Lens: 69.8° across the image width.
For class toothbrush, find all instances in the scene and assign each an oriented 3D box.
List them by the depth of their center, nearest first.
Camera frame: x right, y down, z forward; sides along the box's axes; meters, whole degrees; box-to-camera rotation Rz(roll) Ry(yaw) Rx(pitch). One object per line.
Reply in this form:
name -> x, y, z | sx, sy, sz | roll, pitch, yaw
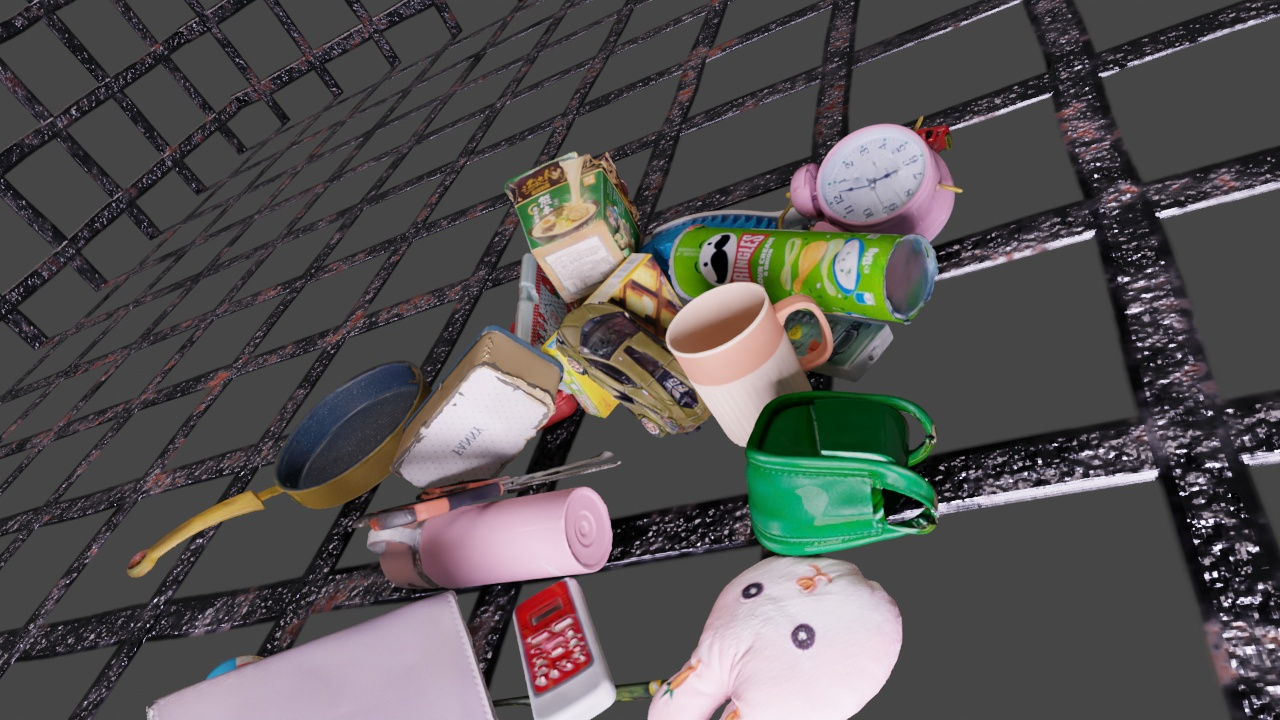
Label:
toothbrush -> -0.050, 0.229, 0.613 | 0.186, 0.012, 0.017 | -16, 41, 26

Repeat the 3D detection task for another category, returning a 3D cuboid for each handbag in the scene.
handbag -> -0.184, 0.251, 0.572 | 0.196, 0.099, 0.145 | -19, 46, -14
handbag -> 0.130, 0.070, 0.593 | 0.120, 0.068, 0.131 | -1, 16, 19

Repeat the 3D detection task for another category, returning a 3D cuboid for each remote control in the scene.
remote control -> -0.056, 0.200, 0.633 | 0.056, 0.020, 0.136 | -29, 23, -3
remote control -> 0.143, -0.018, 0.773 | 0.056, 0.019, 0.135 | -46, 33, -19

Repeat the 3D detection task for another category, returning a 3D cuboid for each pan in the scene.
pan -> -0.382, 0.121, 1.000 | 0.356, 0.078, 0.198 | -44, 33, -18

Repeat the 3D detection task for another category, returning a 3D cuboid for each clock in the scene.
clock -> 0.197, -0.143, 0.820 | 0.159, 0.059, 0.117 | -28, 58, 20

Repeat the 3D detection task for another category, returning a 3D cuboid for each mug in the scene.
mug -> 0.094, -0.002, 0.712 | 0.115, 0.106, 0.081 | -28, 32, 9

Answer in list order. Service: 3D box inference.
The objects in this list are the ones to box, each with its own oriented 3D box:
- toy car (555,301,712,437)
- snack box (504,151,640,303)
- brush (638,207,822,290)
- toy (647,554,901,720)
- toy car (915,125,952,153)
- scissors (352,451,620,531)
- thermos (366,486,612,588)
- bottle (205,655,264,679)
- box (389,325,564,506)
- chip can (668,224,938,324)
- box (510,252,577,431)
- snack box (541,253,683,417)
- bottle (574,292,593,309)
toy car -> -0.005, 0.005, 0.790 | 0.158, 0.042, 0.070 | 35, 66, 14
snack box -> -0.064, -0.128, 0.923 | 0.118, 0.118, 0.105 | -21, 43, 13
brush -> 0.133, -0.132, 0.914 | 0.315, 0.060, 0.109 | -4, 38, 35
toy -> 0.075, 0.179, 0.534 | 0.159, 0.054, 0.121 | -45, 32, -10
toy car -> 0.265, -0.206, 0.890 | 0.049, 0.031, 0.106 | -6, 22, 40
scissors -> -0.121, 0.104, 0.748 | 0.223, 0.015, 0.188 | -14, -2, 28
thermos -> -0.127, 0.143, 0.733 | 0.199, 0.087, 0.067 | -12, 58, 29
bottle -> -0.281, 0.301, 0.672 | 0.065, 0.065, 0.219 | -40, 32, -11
box -> -0.144, 0.050, 0.821 | 0.185, 0.089, 0.061 | -44, 24, 29
chip can -> 0.130, -0.078, 0.784 | 0.236, 0.072, 0.072 | 11, 52, 47
box -> -0.113, -0.027, 0.939 | 0.095, 0.102, 0.201 | -25, 32, 11
snack box -> -0.020, -0.025, 0.866 | 0.140, 0.087, 0.034 | -47, 33, -21
bottle -> -0.040, -0.106, 1.024 | 0.057, 0.057, 0.174 | -23, 32, 17
